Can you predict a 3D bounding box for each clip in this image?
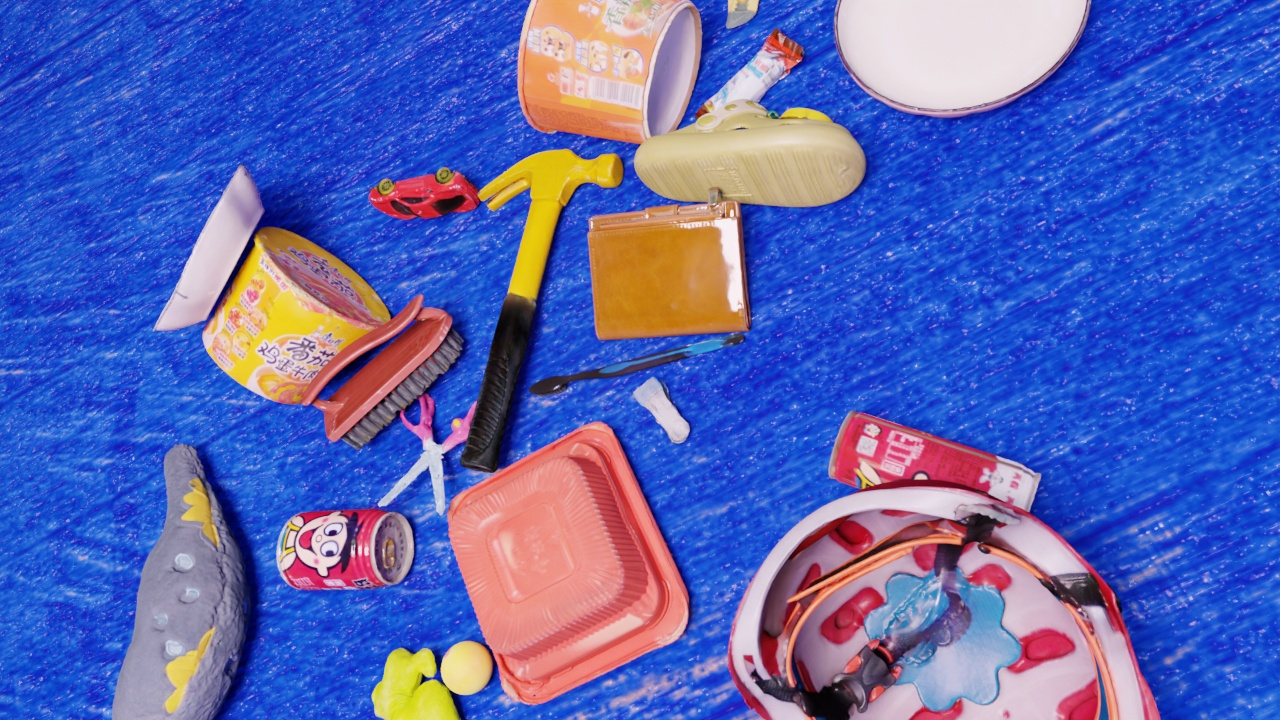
[{"bbox_3d":[0.019,0.042,0.739,0.027,0.043,0.058,-35,73,3],"label":"clip"}]

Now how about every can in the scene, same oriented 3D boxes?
[{"bbox_3d":[-0.246,0.159,0.772,0.094,0.066,0.066,-5,72,18],"label":"can"},{"bbox_3d":[0.203,0.080,0.640,0.133,0.053,0.053,19,80,24],"label":"can"}]

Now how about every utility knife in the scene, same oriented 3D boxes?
[{"bbox_3d":[0.104,-0.390,0.849,0.031,0.020,0.190,5,71,15],"label":"utility knife"}]

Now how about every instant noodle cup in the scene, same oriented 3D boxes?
[{"bbox_3d":[-0.021,-0.255,0.783,0.111,0.151,0.151,20,81,16],"label":"instant noodle cup"},{"bbox_3d":[-0.068,0.153,0.703,0.165,0.079,0.188,-31,67,9],"label":"instant noodle cup"},{"bbox_3d":[-0.315,-0.035,0.826,0.110,0.138,0.138,-48,64,9],"label":"instant noodle cup"}]

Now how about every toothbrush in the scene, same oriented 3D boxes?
[{"bbox_3d":[-0.004,0.004,0.765,0.190,0.016,0.014,-14,60,12],"label":"toothbrush"}]

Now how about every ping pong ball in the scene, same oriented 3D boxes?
[{"bbox_3d":[-0.136,0.241,0.720,0.040,0.040,0.040,-6,71,18],"label":"ping pong ball"}]

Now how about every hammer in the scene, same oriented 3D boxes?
[{"bbox_3d":[-0.104,-0.051,0.794,0.129,0.033,0.300,4,70,23],"label":"hammer"}]

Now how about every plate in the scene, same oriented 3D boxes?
[{"bbox_3d":[-0.390,-0.095,0.847,0.266,0.034,0.162,8,72,65],"label":"plate"},{"bbox_3d":[0.256,-0.276,0.741,0.193,0.039,0.192,-6,71,18],"label":"plate"}]

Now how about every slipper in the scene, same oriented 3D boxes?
[{"bbox_3d":[0.087,-0.177,0.746,0.191,0.091,0.081,2,71,23],"label":"slipper"}]

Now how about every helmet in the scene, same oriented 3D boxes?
[{"bbox_3d":[0.187,0.181,0.569,0.207,0.143,0.240,-44,81,13],"label":"helmet"}]

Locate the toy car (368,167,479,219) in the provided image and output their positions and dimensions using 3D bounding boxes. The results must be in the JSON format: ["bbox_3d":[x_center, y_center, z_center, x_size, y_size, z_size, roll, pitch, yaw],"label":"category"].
[{"bbox_3d":[-0.205,-0.153,0.865,0.106,0.049,0.031,-4,70,17],"label":"toy car"}]

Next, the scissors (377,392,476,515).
[{"bbox_3d":[-0.180,0.072,0.789,0.130,0.017,0.133,34,71,32],"label":"scissors"}]

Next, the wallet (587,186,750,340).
[{"bbox_3d":[0.021,-0.079,0.750,0.131,0.035,0.119,-3,94,20],"label":"wallet"}]

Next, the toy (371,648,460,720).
[{"bbox_3d":[-0.176,0.281,0.727,0.100,0.031,0.096,24,92,30],"label":"toy"}]

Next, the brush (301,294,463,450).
[{"bbox_3d":[-0.223,0.006,0.803,0.146,0.069,0.063,-41,34,3],"label":"brush"}]

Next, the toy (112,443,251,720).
[{"bbox_3d":[-0.403,0.244,0.791,0.138,0.091,0.355,-6,69,31],"label":"toy"}]

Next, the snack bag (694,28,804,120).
[{"bbox_3d":[0.094,-0.240,0.796,0.104,0.026,0.048,-42,53,3],"label":"snack bag"}]
